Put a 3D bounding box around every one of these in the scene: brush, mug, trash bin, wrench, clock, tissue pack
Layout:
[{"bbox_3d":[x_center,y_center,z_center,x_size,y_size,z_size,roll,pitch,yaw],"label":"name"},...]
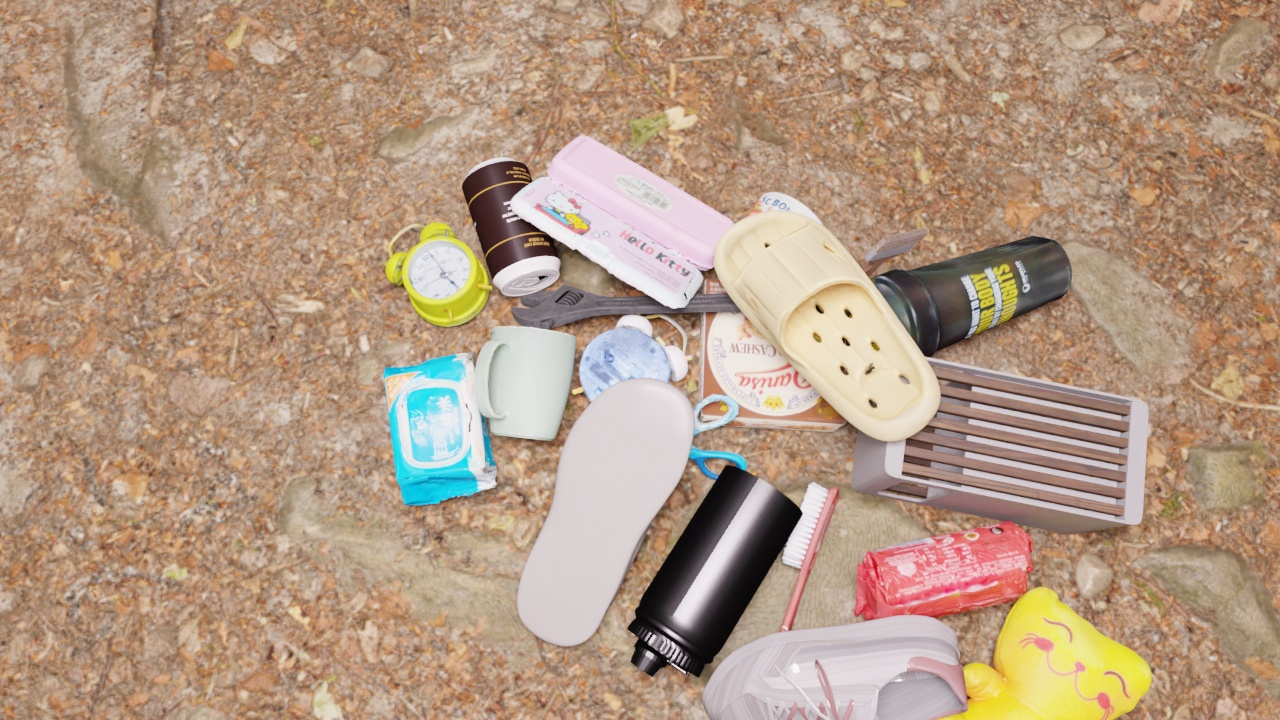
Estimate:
[{"bbox_3d":[0.229,-0.094,0.898,0.045,0.143,0.008,-14,77,-14],"label":"brush"},{"bbox_3d":[-0.117,0.021,0.877,0.084,0.111,0.104,3,84,32],"label":"mug"},{"bbox_3d":[0.334,0.083,0.871,0.229,0.114,0.114,11,75,1],"label":"trash bin"},{"bbox_3d":[0.005,-0.055,0.908,0.273,0.018,0.073,-1,35,10],"label":"wrench"},{"bbox_3d":[-0.005,0.005,0.913,0.089,0.052,0.125,43,78,9],"label":"clock"},{"bbox_3d":[0.149,0.198,0.879,0.030,0.041,0.172,17,77,20],"label":"brush"},{"bbox_3d":[-0.207,-0.089,0.930,0.083,0.057,0.119,-43,74,-11],"label":"clock"},{"bbox_3d":[-0.193,0.064,0.886,0.093,0.062,0.144,-11,76,-5],"label":"tissue pack"}]

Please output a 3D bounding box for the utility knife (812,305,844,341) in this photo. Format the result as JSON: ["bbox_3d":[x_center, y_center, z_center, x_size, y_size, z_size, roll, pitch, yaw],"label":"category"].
[{"bbox_3d":[0.144,-0.072,0.915,0.030,0.017,0.159,-39,76,-22],"label":"utility knife"}]

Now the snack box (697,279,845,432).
[{"bbox_3d":[0.132,-0.005,0.925,0.143,0.041,0.146,3,75,-1],"label":"snack box"}]

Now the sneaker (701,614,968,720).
[{"bbox_3d":[0.171,0.295,0.798,0.236,0.089,0.099,-16,113,7],"label":"sneaker"}]

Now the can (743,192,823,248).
[{"bbox_3d":[0.145,-0.127,0.934,0.086,0.086,0.043,37,76,7],"label":"can"}]

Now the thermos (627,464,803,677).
[{"bbox_3d":[0.062,0.203,0.846,0.086,0.086,0.198,33,77,6],"label":"thermos"}]

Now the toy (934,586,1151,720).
[{"bbox_3d":[0.357,0.315,0.829,0.134,0.087,0.193,39,73,26],"label":"toy"}]

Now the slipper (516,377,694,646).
[{"bbox_3d":[-0.030,0.140,0.874,0.113,0.080,0.266,23,93,12],"label":"slipper"}]

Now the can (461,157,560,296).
[{"bbox_3d":[-0.131,-0.136,0.935,0.072,0.072,0.128,-18,77,-7],"label":"can"}]

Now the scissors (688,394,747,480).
[{"bbox_3d":[0.043,0.090,0.899,0.140,0.013,0.118,-25,113,13],"label":"scissors"}]

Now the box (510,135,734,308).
[{"bbox_3d":[-0.014,-0.142,0.922,0.201,0.037,0.152,31,44,5],"label":"box"}]

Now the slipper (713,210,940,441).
[{"bbox_3d":[0.166,-0.045,0.817,0.111,0.079,0.261,-37,70,0],"label":"slipper"}]

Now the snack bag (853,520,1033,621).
[{"bbox_3d":[0.287,0.201,0.856,0.176,0.082,0.082,-12,76,-4],"label":"snack bag"}]

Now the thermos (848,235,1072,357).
[{"bbox_3d":[0.316,-0.064,0.916,0.220,0.098,0.098,-19,77,-15],"label":"thermos"}]
